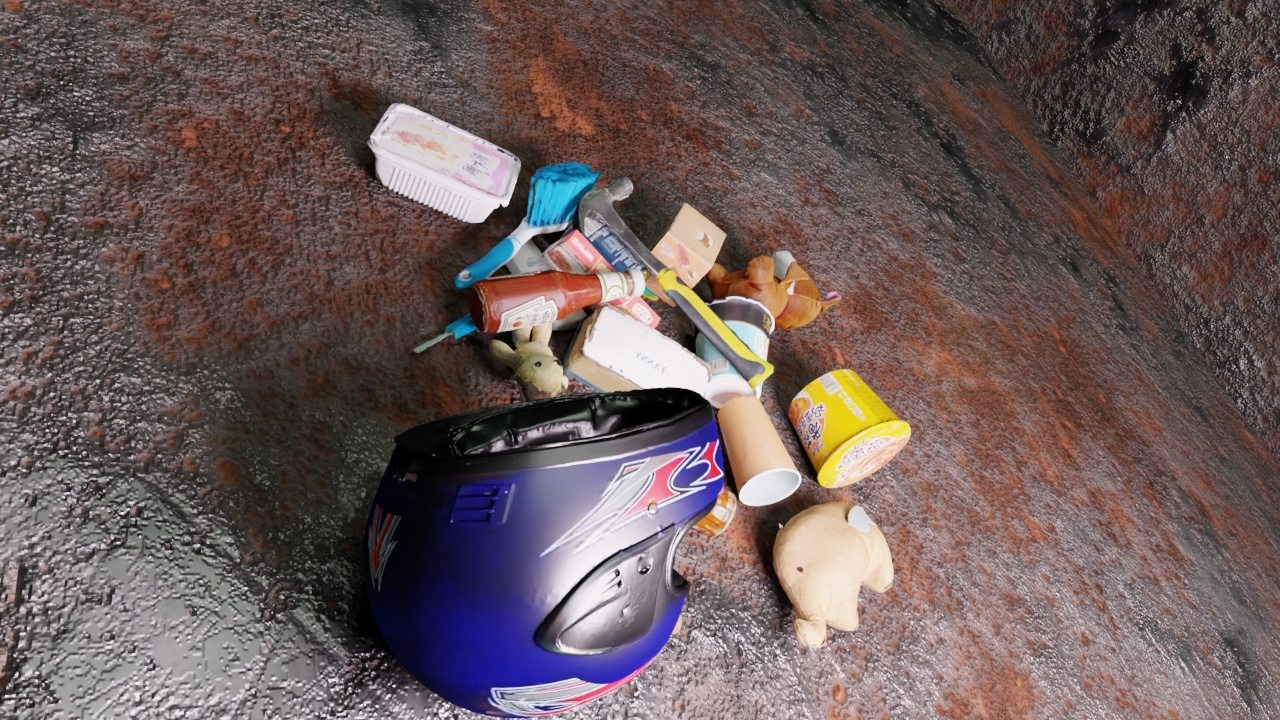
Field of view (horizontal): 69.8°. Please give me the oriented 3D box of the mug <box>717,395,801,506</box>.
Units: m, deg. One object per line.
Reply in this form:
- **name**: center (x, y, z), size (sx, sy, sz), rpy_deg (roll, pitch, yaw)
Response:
- **mug**: center (0.140, 0.108, 1.137), size (0.078, 0.078, 0.122), rpy_deg (12, 43, -33)

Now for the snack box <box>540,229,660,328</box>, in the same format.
- **snack box**: center (-0.049, -0.089, 1.126), size (0.153, 0.075, 0.025), rpy_deg (46, 64, -16)

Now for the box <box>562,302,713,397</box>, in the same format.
- **box**: center (-0.006, 0.006, 1.098), size (0.184, 0.060, 0.089), rpy_deg (31, 58, -12)

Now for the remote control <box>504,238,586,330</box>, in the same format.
- **remote control**: center (-0.123, -0.095, 1.136), size (0.056, 0.019, 0.135), rpy_deg (-19, 68, -52)

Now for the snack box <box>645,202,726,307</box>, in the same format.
- **snack box**: center (0.054, -0.146, 1.273), size (0.077, 0.095, 0.092), rpy_deg (37, 39, -8)

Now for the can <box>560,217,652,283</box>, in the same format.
- **can**: center (-0.046, -0.134, 1.194), size (0.111, 0.076, 0.075), rpy_deg (48, 39, 7)

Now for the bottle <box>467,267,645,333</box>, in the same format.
- **bottle**: center (-0.090, -0.074, 1.036), size (0.205, 0.060, 0.059), rpy_deg (-11, 62, -28)

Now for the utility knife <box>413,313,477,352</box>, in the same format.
- **utility knife**: center (-0.186, -0.047, 1.034), size (0.197, 0.034, 0.018), rpy_deg (-38, 123, -49)

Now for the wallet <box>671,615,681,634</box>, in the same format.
- **wallet**: center (-0.023, 0.221, 0.929), size (0.131, 0.031, 0.107), rpy_deg (16, 48, -31)

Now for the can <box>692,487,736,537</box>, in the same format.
- **can**: center (0.035, 0.140, 1.027), size (0.147, 0.058, 0.057), rpy_deg (32, 40, -13)

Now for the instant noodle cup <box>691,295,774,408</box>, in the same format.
- **instant noodle cup**: center (0.119, -0.004, 1.201), size (0.111, 0.111, 0.120), rpy_deg (23, 51, -23)

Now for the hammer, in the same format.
- **hammer**: center (0.039, -0.091, 1.140), size (0.323, 0.032, 0.125), rpy_deg (47, 54, 6)

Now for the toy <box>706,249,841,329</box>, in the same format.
- **toy**: center (0.186, -0.100, 1.309), size (0.199, 0.140, 0.130), rpy_deg (13, 81, -40)

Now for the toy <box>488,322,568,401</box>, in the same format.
- **toy**: center (-0.117, -0.007, 1.029), size (0.105, 0.066, 0.157), rpy_deg (37, 22, -30)

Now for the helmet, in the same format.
- **helmet**: center (-0.069, 0.161, 0.771), size (0.314, 0.248, 0.240), rpy_deg (-11, 102, -36)

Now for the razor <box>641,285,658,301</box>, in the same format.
- **razor**: center (-0.023, -0.127, 1.243), size (0.132, 0.028, 0.043), rpy_deg (50, 9, 13)

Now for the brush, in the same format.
- **brush**: center (-0.133, -0.171, 1.116), size (0.060, 0.110, 0.313), rpy_deg (23, 24, 12)

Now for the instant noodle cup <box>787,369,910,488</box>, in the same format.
- **instant noodle cup**: center (0.269, 0.087, 1.223), size (0.137, 0.138, 0.109), rpy_deg (2, 45, -39)

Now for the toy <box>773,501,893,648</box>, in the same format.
- **toy**: center (0.209, 0.245, 1.062), size (0.143, 0.083, 0.225), rpy_deg (44, 41, 15)

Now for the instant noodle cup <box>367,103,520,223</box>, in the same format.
- **instant noodle cup**: center (-0.241, -0.232, 1.114), size (0.173, 0.060, 0.137), rpy_deg (24, 34, -14)
